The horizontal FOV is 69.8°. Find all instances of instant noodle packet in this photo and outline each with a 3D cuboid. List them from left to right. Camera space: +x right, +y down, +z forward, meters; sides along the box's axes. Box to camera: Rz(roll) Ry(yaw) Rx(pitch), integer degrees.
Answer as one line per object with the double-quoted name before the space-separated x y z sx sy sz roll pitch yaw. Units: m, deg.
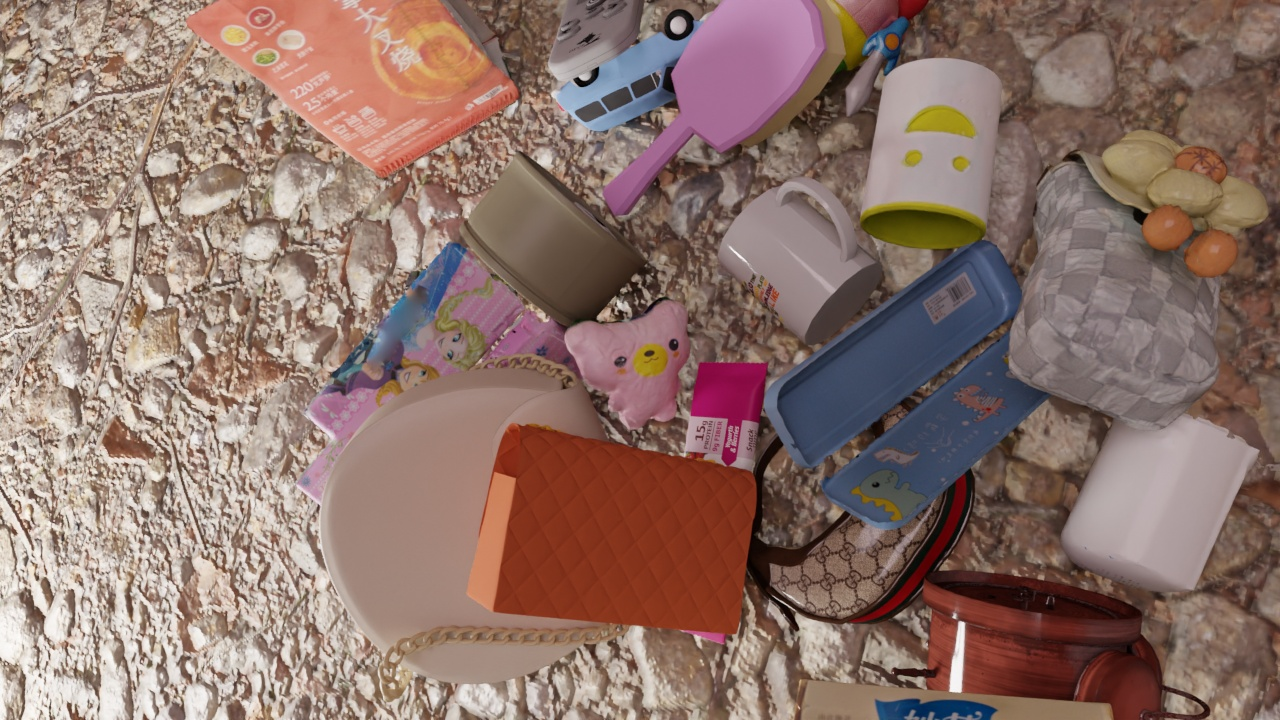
"instant noodle packet" -0.225 -0.253 0.745 0.165 0.220 0.084 -24 73 15

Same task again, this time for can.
"can" -0.066 -0.089 0.699 0.073 0.127 0.128 -49 67 8

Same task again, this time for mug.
"mug" 0.114 -0.077 0.640 0.073 0.105 0.089 -30 64 -28
"mug" 0.199 -0.139 0.628 0.083 0.082 0.106 7 80 23

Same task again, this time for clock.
"clock" 0.237 0.173 0.529 0.158 0.120 0.072 6 89 31

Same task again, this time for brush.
"brush" 0.053 -0.187 0.691 0.229 0.043 0.089 -41 73 39

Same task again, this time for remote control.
"remote control" -0.033 -0.276 0.737 0.074 0.019 0.150 -19 39 23

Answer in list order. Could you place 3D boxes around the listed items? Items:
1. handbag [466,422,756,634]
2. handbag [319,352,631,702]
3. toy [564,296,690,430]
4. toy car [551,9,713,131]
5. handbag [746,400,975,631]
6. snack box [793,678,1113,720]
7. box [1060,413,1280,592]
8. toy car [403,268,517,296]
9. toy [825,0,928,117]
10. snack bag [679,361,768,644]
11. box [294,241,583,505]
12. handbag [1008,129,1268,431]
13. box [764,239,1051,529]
"handbag" -0.014 0.107 0.583 0.060 0.171 0.108 0 77 61
"handbag" -0.109 0.116 0.639 0.208 0.103 0.211 -23 103 0
"toy" -0.004 0.004 0.686 0.102 0.050 0.093 -13 91 -25
"toy car" 0.005 -0.230 0.735 0.154 0.056 0.055 -19 91 23
"handbag" 0.137 0.100 0.624 0.138 0.063 0.166 39 99 41
"snack box" 0.173 0.262 0.500 0.153 0.207 0.055 -3 35 21
"box" 0.337 0.080 0.529 0.144 0.083 0.136 21 86 33
"toy car" -0.151 -0.049 0.776 0.105 0.033 0.048 6 79 18
"toy" 0.144 -0.241 0.684 0.131 0.097 0.124 -42 73 -11
"snack bag" 0.050 0.097 0.661 0.070 0.016 0.196 1 79 50
"box" -0.152 0.042 0.698 0.230 0.158 0.066 -47 32 7
"handbag" 0.284 -0.053 0.524 0.112 0.124 0.171 25 56 5
"box" 0.182 0.013 0.577 0.209 0.049 0.120 -34 70 -20
